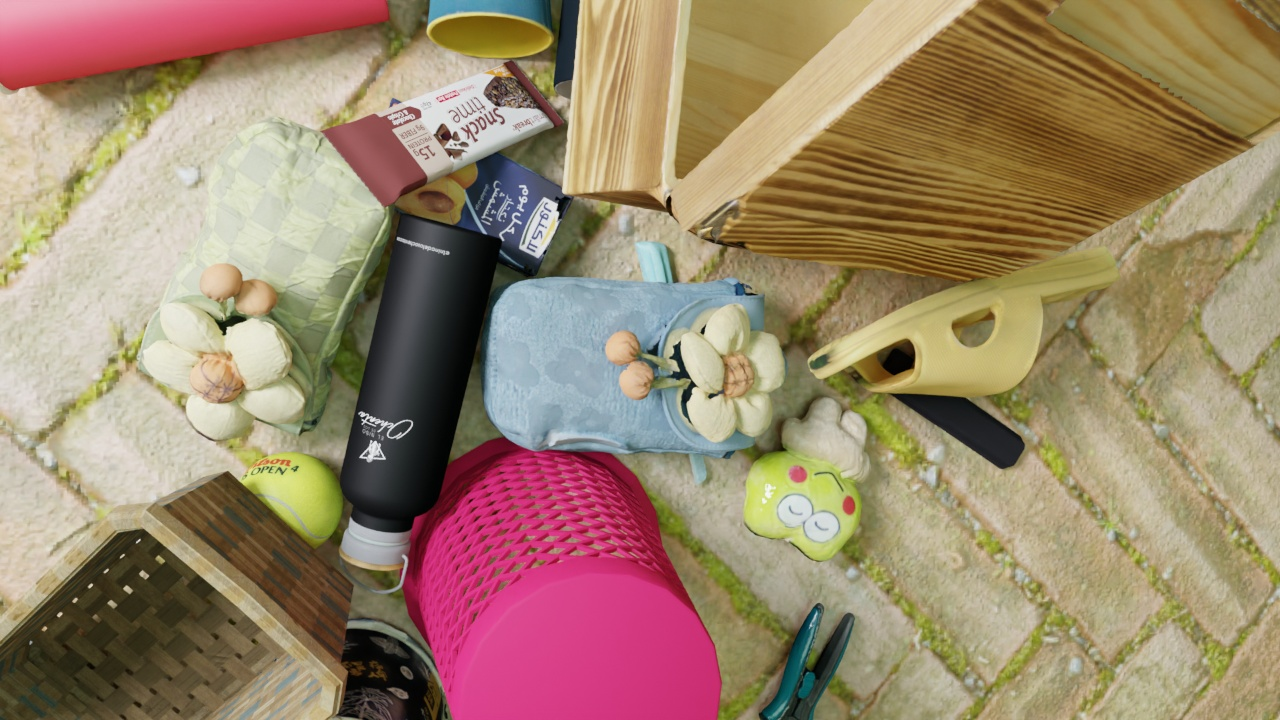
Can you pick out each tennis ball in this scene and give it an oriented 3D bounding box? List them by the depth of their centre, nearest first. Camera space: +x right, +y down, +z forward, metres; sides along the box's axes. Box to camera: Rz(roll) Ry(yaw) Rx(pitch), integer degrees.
[{"bbox_3d":[-0.220,0.090,0.574,0.065,0.065,0.065,-1,95,-13],"label":"tennis ball"}]

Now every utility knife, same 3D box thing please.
[{"bbox_3d":[0.025,0.003,0.649,0.022,0.016,0.179,-14,96,-11],"label":"utility knife"}]

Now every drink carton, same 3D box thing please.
[{"bbox_3d":[-0.113,-0.109,0.594,0.130,0.040,0.064,26,90,-14],"label":"drink carton"}]

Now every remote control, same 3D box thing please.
[{"bbox_3d":[0.240,0.039,0.703,0.136,0.015,0.032,33,87,-14],"label":"remote control"}]

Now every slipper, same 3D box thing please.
[{"bbox_3d":[0.234,-0.015,0.643,0.262,0.100,0.078,-18,88,-22],"label":"slipper"}]

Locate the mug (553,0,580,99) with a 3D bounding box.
[{"bbox_3d":[0.005,-0.214,0.597,0.121,0.085,0.094,4,95,-42],"label":"mug"}]

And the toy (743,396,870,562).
[{"bbox_3d":[0.126,0.083,0.666,0.092,0.046,0.115,27,81,-11],"label":"toy"}]

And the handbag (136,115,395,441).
[{"bbox_3d":[-0.219,-0.041,0.528,0.113,0.116,0.187,23,106,-12],"label":"handbag"}]

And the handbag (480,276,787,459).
[{"bbox_3d":[-0.003,0.003,0.581,0.191,0.118,0.122,4,97,-15],"label":"handbag"}]

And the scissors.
[{"bbox_3d":[0.115,0.248,0.690,0.128,0.019,0.140,-22,107,-17],"label":"scissors"}]

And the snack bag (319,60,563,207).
[{"bbox_3d":[-0.113,-0.143,0.559,0.057,0.013,0.157,52,48,0],"label":"snack bag"}]

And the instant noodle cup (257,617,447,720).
[{"bbox_3d":[-0.189,0.249,0.572,0.137,0.112,0.137,-1,96,-13],"label":"instant noodle cup"}]

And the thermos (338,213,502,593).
[{"bbox_3d":[-0.141,0.031,0.557,0.061,0.061,0.231,13,97,-14],"label":"thermos"}]

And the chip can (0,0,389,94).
[{"bbox_3d":[-0.264,-0.213,0.534,0.220,0.069,0.069,-16,98,-12],"label":"chip can"}]

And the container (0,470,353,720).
[{"bbox_3d":[-0.284,0.191,0.476,0.250,0.186,0.157,-39,103,14],"label":"container"}]

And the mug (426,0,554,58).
[{"bbox_3d":[-0.093,-0.261,0.571,0.078,0.078,0.121,0,90,-13],"label":"mug"}]

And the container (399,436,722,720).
[{"bbox_3d":[-0.047,0.151,0.537,0.183,0.226,0.183,-1,95,-13],"label":"container"}]

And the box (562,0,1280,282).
[{"bbox_3d":[0.160,-0.153,0.477,0.278,0.316,0.282,2,97,-40],"label":"box"}]
